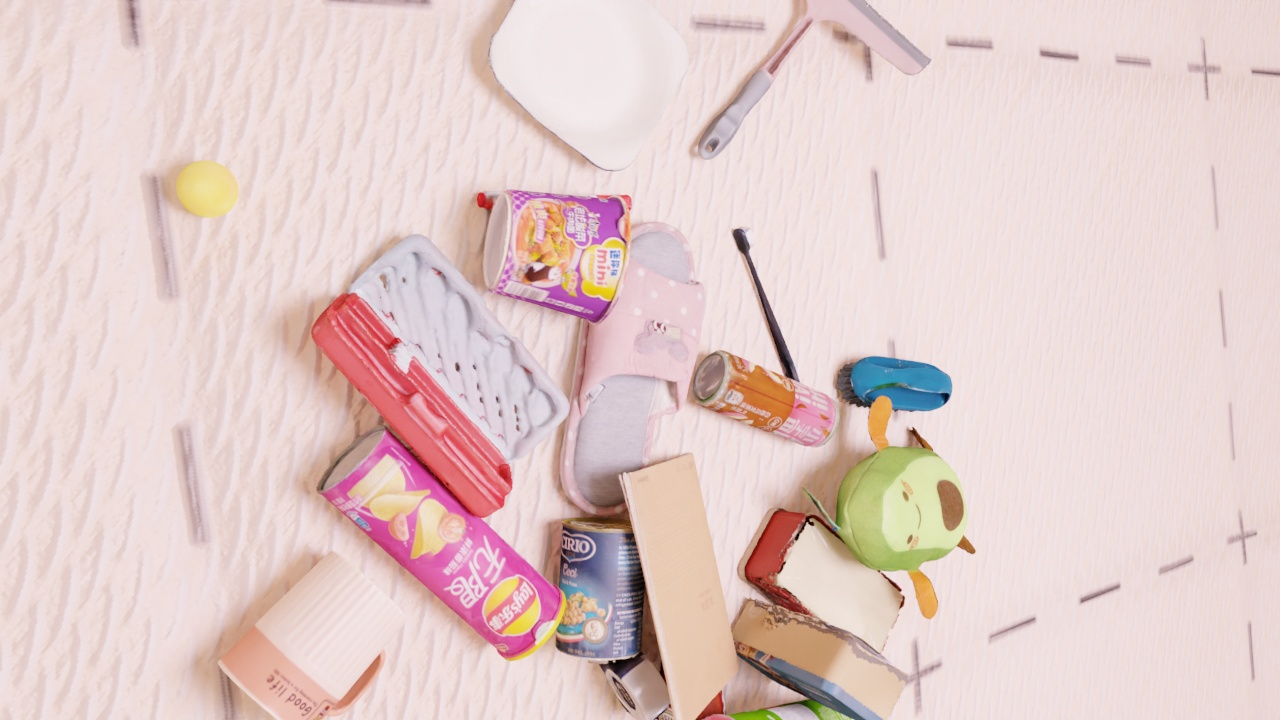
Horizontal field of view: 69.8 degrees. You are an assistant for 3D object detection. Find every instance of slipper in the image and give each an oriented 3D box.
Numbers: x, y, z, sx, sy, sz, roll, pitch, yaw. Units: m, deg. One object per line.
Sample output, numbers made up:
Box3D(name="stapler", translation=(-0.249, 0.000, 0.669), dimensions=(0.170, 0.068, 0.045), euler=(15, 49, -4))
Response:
Box3D(name="slipper", translation=(-0.005, 0.005, 0.822), dimensions=(0.114, 0.054, 0.274), euler=(20, 80, -29))

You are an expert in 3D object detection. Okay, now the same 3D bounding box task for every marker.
Box3D(name="marker", translation=(-0.073, -0.139, 0.805), dimensions=(0.145, 0.017, 0.017), euler=(-4, 92, -31))

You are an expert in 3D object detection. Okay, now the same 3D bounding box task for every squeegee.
Box3D(name="squeegee", translation=(0.127, -0.288, 0.914), dimensions=(0.247, 0.040, 0.249), euler=(39, 75, -8))

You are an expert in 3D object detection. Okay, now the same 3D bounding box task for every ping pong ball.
Box3D(name="ping pong ball", translation=(-0.307, -0.121, 0.651), dimensions=(0.040, 0.040, 0.040), euler=(0, 89, -31))

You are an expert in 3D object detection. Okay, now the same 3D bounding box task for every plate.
Box3D(name="plate", translation=(-0.047, -0.264, 0.811), dimensions=(0.163, 0.034, 0.164), euler=(37, 71, -25))

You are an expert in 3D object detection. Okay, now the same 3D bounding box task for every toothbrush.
Box3D(name="toothbrush", translation=(0.131, -0.050, 0.927), dimensions=(0.018, 0.016, 0.181), euler=(-29, 103, -37))

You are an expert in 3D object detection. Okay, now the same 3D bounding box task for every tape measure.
Box3D(name="tape measure", translation=(-0.003, 0.286, 0.813), dimensions=(0.033, 0.066, 0.066), euler=(-33, 105, -23))

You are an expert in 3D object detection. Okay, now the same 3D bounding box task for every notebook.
Box3D(name="notebook", translation=(0.039, 0.192, 0.809), dimensions=(0.149, 0.012, 0.211), euler=(-4, 81, -66))

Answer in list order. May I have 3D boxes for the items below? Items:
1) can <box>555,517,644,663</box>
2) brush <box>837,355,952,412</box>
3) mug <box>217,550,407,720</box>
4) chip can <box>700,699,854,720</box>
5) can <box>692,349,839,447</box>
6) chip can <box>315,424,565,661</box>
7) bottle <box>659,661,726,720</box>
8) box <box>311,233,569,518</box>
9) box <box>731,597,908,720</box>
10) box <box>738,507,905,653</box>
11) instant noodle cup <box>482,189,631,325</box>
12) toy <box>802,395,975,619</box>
Box3D(name="can", translation=(-0.033, 0.195, 0.790), dimensions=(0.075, 0.075, 0.111), euler=(5, 87, -31))
Box3D(name="brush", translation=(0.283, 0.025, 0.983), dimensions=(0.143, 0.074, 0.055), euler=(7, 78, -31))
Box3D(name="mug", translation=(-0.230, 0.214, 0.677), dimensions=(0.105, 0.082, 0.115), euler=(-48, 139, -24))
Box3D(name="chip can", translation=(0.136, 0.354, 0.848), dimensions=(0.235, 0.072, 0.072), euler=(18, 80, -51))
Box3D(name="can", translation=(0.123, 0.039, 0.896), dimensions=(0.147, 0.058, 0.058), euler=(22, 78, -29))
Box3D(name="chip can", translation=(-0.153, 0.146, 0.722), dimensions=(0.210, 0.071, 0.071), euler=(48, 67, -21))
Box3D(name="bottle", translation=(0.042, 0.290, 0.845), dimensions=(0.059, 0.060, 0.206), euler=(-15, 97, -30))
Box3D(name="box", translation=(-0.146, 0.009, 0.717), dimensions=(0.098, 0.118, 0.201), euler=(-36, 109, 7))
Box3D(name="box", translation=(0.161, 0.277, 0.844), dimensions=(0.090, 0.184, 0.060), euler=(39, 74, -19))
Box3D(name="box", translation=(0.189, 0.228, 0.923), dimensions=(0.168, 0.076, 0.091), euler=(41, 69, -23))
Box3D(name="instant noodle cup", translation=(-0.073, -0.091, 0.758), dimensions=(0.099, 0.112, 0.111), euler=(9, 85, -21))
Box3D(name="toy", translation=(0.270, 0.148, 0.931), dimensions=(0.246, 0.090, 0.227), euler=(-6, 79, -49))
